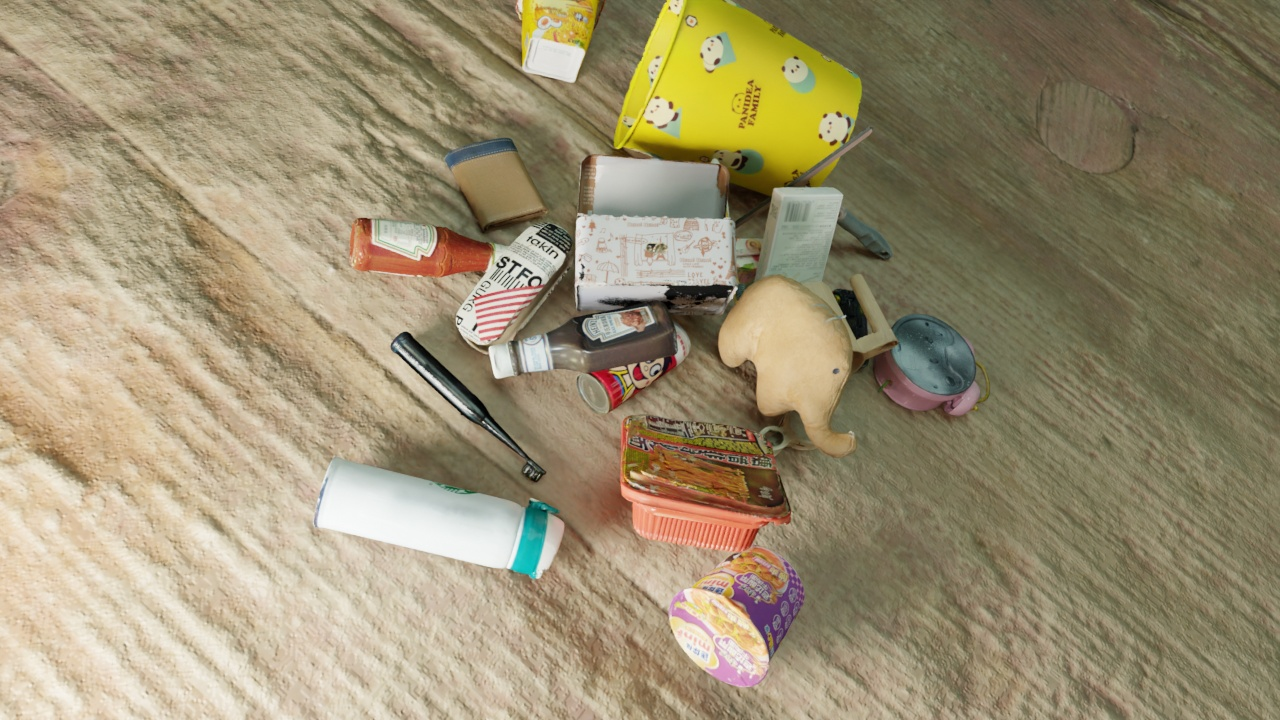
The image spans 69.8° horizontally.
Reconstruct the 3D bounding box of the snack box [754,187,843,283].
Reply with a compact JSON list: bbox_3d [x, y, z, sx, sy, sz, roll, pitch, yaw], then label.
[{"bbox_3d":[0.188,-0.132,1.113,0.084,0.157,0.027,-5,33,-22],"label":"snack box"}]

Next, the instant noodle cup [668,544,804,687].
[{"bbox_3d":[0.100,0.239,0.883,0.111,0.112,0.099,45,48,12],"label":"instant noodle cup"}]

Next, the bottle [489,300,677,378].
[{"bbox_3d":[-0.062,-0.017,0.976,0.195,0.044,0.079,-12,34,-5],"label":"bottle"}]

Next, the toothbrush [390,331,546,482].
[{"bbox_3d":[-0.178,0.049,0.953,0.212,0.026,0.027,43,90,8],"label":"toothbrush"}]

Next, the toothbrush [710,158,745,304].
[{"bbox_3d":[0.107,-0.156,1.110,0.016,0.018,0.191,-5,80,-22],"label":"toothbrush"}]

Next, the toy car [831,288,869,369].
[{"bbox_3d":[0.260,-0.038,1.149,0.049,0.031,0.106,5,71,-18],"label":"toy car"}]

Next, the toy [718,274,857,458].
[{"bbox_3d":[0.174,0.001,1.013,0.082,0.144,0.226,3,40,-39],"label":"toy"}]

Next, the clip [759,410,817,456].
[{"bbox_3d":[0.158,0.091,1.037,0.096,0.035,0.061,-18,65,-37],"label":"clip"}]

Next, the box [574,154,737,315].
[{"bbox_3d":[0.017,-0.156,1.044,0.183,0.156,0.192,1,80,-4],"label":"box"}]

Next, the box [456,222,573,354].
[{"bbox_3d":[-0.138,-0.078,1.017,0.075,0.081,0.163,30,74,18],"label":"box"}]

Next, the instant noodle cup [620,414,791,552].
[{"bbox_3d":[0.057,0.125,0.915,0.164,0.079,0.188,10,19,-3],"label":"instant noodle cup"}]

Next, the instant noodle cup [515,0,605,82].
[{"bbox_3d":[-0.111,-0.456,1.243,0.116,0.116,0.123,9,68,-14],"label":"instant noodle cup"}]

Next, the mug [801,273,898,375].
[{"bbox_3d":[0.227,-0.039,1.094,0.125,0.084,0.103,-25,62,10],"label":"mug"}]

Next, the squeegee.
[{"bbox_3d":[0.252,-0.186,1.180,0.249,0.248,0.040,22,47,-41],"label":"squeegee"}]

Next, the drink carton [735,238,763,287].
[{"bbox_3d":[0.143,-0.124,1.155,0.122,0.046,0.053,-3,59,-21],"label":"drink carton"}]

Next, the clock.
[{"bbox_3d":[0.365,0.010,1.139,0.158,0.060,0.117,12,55,-11],"label":"clock"}]

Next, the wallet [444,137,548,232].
[{"bbox_3d":[-0.174,-0.214,1.114,0.090,0.033,0.115,-20,69,-25],"label":"wallet"}]

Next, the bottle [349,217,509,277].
[{"bbox_3d":[-0.217,-0.120,1.025,0.205,0.060,0.059,4,58,-24],"label":"bottle"}]

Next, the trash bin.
[{"bbox_3d":[0.126,-0.334,1.182,0.255,0.230,0.229,20,55,-13],"label":"trash bin"}]

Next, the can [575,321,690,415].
[{"bbox_3d":[-0.006,0.006,1.019,0.132,0.053,0.053,-33,74,-32],"label":"can"}]

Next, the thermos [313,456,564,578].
[{"bbox_3d":[-0.184,0.147,0.862,0.224,0.073,0.073,16,56,-9],"label":"thermos"}]
